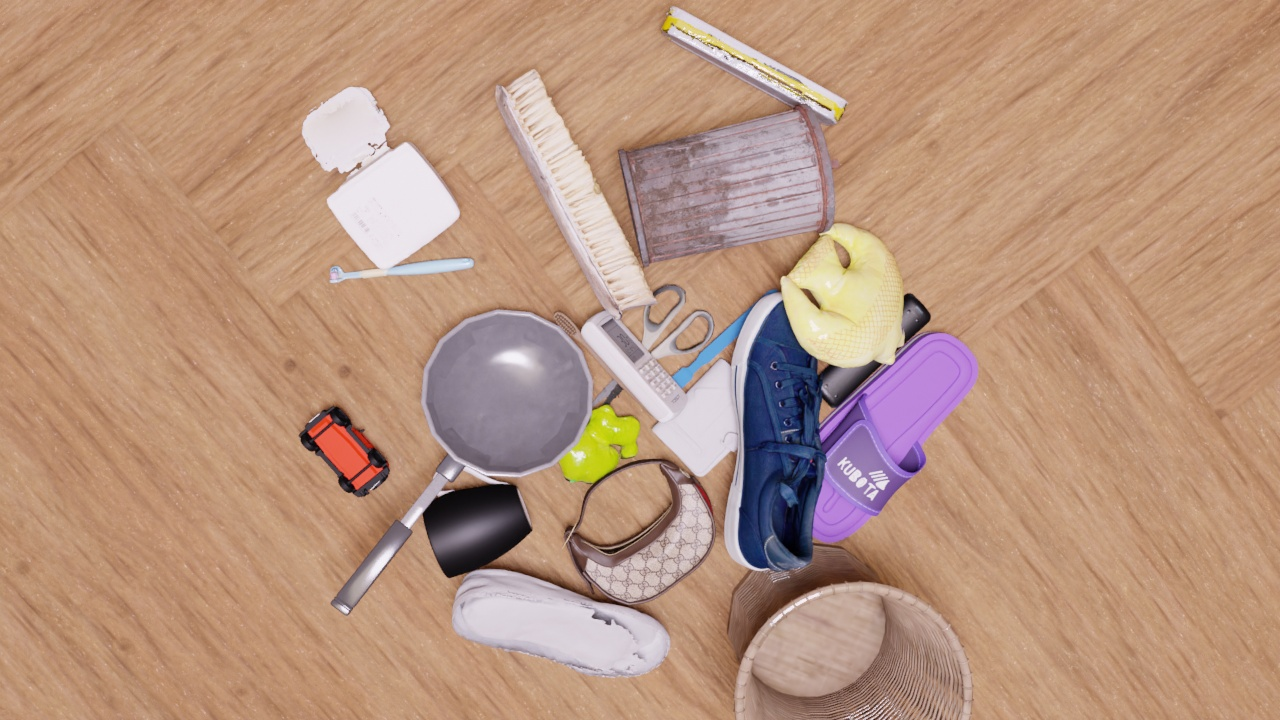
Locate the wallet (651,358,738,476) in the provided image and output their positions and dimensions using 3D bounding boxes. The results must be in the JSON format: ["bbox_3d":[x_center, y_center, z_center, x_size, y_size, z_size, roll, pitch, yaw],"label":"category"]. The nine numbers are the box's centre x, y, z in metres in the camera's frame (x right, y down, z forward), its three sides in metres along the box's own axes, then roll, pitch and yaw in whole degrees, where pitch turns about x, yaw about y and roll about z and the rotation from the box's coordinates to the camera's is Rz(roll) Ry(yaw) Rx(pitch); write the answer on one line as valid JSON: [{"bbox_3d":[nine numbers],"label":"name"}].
[{"bbox_3d":[0.078,0.065,1.006,0.086,0.032,0.116,41,93,-5],"label":"wallet"}]

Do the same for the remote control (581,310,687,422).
[{"bbox_3d":[-0.006,0.006,0.970,0.025,0.060,0.138,-42,89,25],"label":"remote control"}]

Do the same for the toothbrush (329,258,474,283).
[{"bbox_3d":[-0.255,-0.098,0.982,0.155,0.016,0.022,-5,59,-1],"label":"toothbrush"}]

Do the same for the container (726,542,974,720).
[{"bbox_3d":[0.197,0.308,0.954,0.227,0.196,0.227,0,96,-2],"label":"container"}]

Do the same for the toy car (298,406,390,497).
[{"bbox_3d":[-0.314,0.098,0.984,0.051,0.049,0.100,-40,96,3],"label":"toy car"}]

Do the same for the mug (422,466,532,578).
[{"bbox_3d":[-0.177,0.161,0.988,0.100,0.085,0.118,-21,67,-6],"label":"mug"}]

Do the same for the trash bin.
[{"bbox_3d":[0.093,-0.176,0.931,0.211,0.130,0.131,-12,96,1],"label":"trash bin"}]

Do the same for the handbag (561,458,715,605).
[{"bbox_3d":[-0.004,0.184,1.000,0.166,0.063,0.138,-38,96,7],"label":"handbag"}]

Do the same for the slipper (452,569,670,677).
[{"bbox_3d":[-0.084,0.286,0.999,0.246,0.074,0.112,19,125,-15],"label":"slipper"}]

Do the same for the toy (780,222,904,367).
[{"bbox_3d":[0.223,-0.062,0.962,0.155,0.065,0.170,44,60,-10],"label":"toy"}]

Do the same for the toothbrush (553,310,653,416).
[{"bbox_3d":[-0.033,0.006,0.984,0.016,0.016,0.167,-42,110,10],"label":"toothbrush"}]

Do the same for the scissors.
[{"bbox_3d":[0.000,-0.015,1.005,0.170,0.012,0.132,-17,97,4],"label":"scissors"}]

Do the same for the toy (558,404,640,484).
[{"bbox_3d":[-0.049,0.093,1.002,0.094,0.036,0.093,23,90,-11],"label":"toy"}]

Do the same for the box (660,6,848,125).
[{"bbox_3d":[0.117,-0.303,0.951,0.209,0.064,0.033,26,104,-5],"label":"box"}]

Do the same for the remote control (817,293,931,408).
[{"bbox_3d":[0.255,-0.011,1.010,0.152,0.020,0.041,-43,95,1],"label":"remote control"}]

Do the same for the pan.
[{"bbox_3d":[-0.191,0.105,0.942,0.178,0.041,0.356,37,73,-1],"label":"pan"}]

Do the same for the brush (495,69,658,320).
[{"bbox_3d":[-0.068,-0.168,0.948,0.056,0.083,0.271,-28,96,-1],"label":"brush"}]

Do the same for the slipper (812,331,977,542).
[{"bbox_3d":[0.265,0.085,0.988,0.107,0.084,0.266,40,93,-6],"label":"slipper"}]

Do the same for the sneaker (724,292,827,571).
[{"bbox_3d":[0.155,0.071,0.936,0.120,0.127,0.294,9,82,-31],"label":"sneaker"}]

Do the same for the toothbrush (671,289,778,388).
[{"bbox_3d":[0.088,-0.020,1.008,0.166,0.014,0.016,-42,96,-2],"label":"toothbrush"}]

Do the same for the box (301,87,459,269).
[{"bbox_3d":[-0.275,-0.193,0.942,0.110,0.083,0.190,-35,95,0],"label":"box"}]
